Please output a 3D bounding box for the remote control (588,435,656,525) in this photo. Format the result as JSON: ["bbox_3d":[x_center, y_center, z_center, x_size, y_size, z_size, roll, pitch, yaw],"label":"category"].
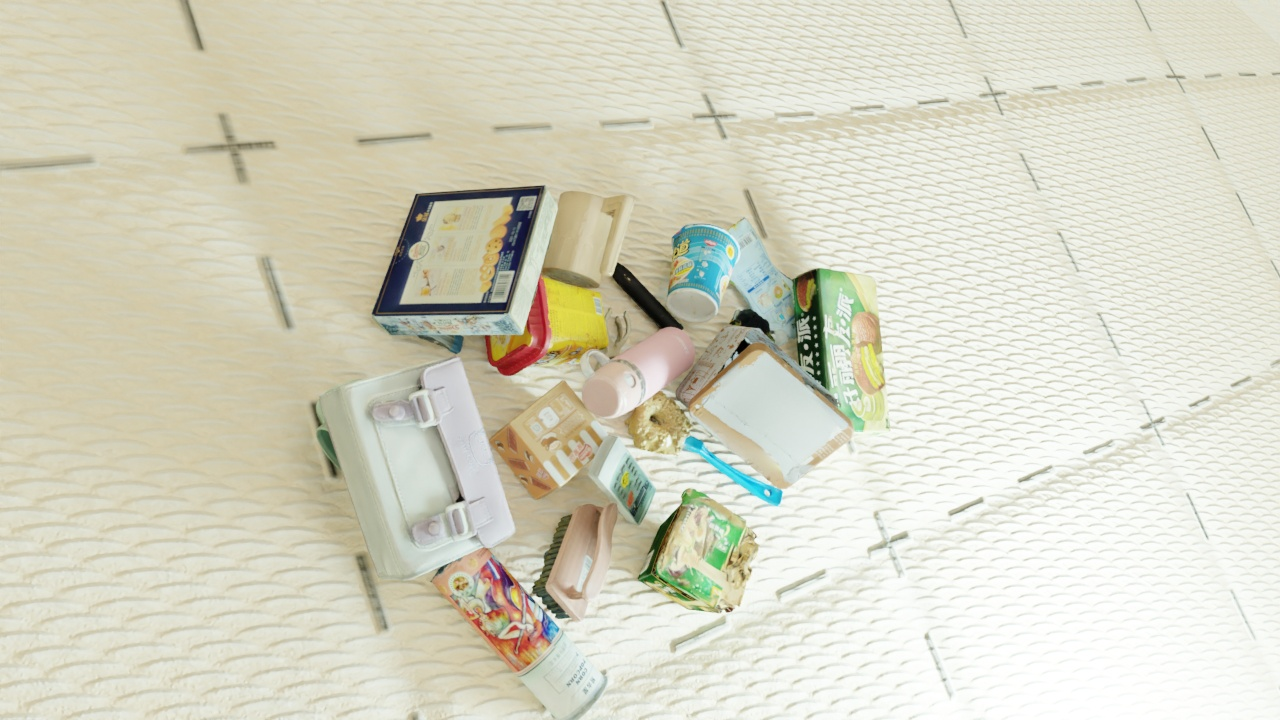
[{"bbox_3d":[-0.020,0.144,1.093,0.056,0.019,0.135,-62,145,-25],"label":"remote control"}]

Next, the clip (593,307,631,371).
[{"bbox_3d":[-0.047,-0.019,1.189,0.076,0.035,0.103,22,70,-22],"label":"clip"}]

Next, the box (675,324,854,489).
[{"bbox_3d":[0.160,0.060,1.162,0.181,0.158,0.148,39,79,-19],"label":"box"}]

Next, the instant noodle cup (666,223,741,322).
[{"bbox_3d":[0.079,-0.113,1.248,0.099,0.099,0.109,27,55,-17],"label":"instant noodle cup"}]

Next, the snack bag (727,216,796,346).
[{"bbox_3d":[0.181,-0.114,1.346,0.191,0.039,0.110,53,50,-4],"label":"snack bag"}]

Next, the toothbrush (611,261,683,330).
[{"bbox_3d":[-0.023,-0.112,1.242,0.212,0.027,0.026,46,71,-4],"label":"toothbrush"}]

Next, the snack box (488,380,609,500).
[{"bbox_3d":[-0.106,0.095,1.081,0.092,0.077,0.094,-40,92,-35],"label":"snack box"}]

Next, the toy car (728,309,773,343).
[{"bbox_3d":[0.145,0.004,1.276,0.071,0.041,0.155,17,68,-22],"label":"toy car"}]

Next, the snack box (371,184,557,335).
[{"bbox_3d":[-0.202,-0.117,1.066,0.046,0.183,0.177,57,39,-55],"label":"snack box"}]

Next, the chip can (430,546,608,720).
[{"bbox_3d":[-0.132,0.292,0.994,0.214,0.071,0.071,48,56,-3],"label":"chip can"}]

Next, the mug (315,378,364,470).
[{"bbox_3d":[-0.292,0.064,0.995,0.112,0.082,0.106,37,57,10],"label":"mug"}]

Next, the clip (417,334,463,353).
[{"bbox_3d":[-0.239,-0.027,1.097,0.056,0.028,0.024,23,63,-30],"label":"clip"}]

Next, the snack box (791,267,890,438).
[{"bbox_3d":[0.289,-0.009,1.327,0.114,0.063,0.240,5,77,-31],"label":"snack box"}]

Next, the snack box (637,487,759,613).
[{"bbox_3d":[0.059,0.239,1.098,0.117,0.106,0.118,33,57,-11],"label":"snack box"}]

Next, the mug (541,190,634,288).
[{"bbox_3d":[-0.063,-0.153,1.167,0.084,0.125,0.103,22,78,-40],"label":"mug"}]

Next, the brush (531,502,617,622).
[{"bbox_3d":[-0.066,0.220,1.039,0.063,0.073,0.145,54,32,-25],"label":"brush"}]

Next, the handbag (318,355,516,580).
[{"bbox_3d":[-0.217,0.105,0.923,0.144,0.099,0.197,-20,93,-42],"label":"handbag"}]

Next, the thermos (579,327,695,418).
[{"bbox_3d":[-0.007,0.007,1.136,0.087,0.067,0.198,57,34,2],"label":"thermos"}]

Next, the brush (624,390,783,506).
[{"bbox_3d":[0.086,0.123,1.203,0.254,0.046,0.083,33,54,-18],"label":"brush"}]

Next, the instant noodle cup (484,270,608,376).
[{"bbox_3d":[-0.113,-0.044,1.120,0.123,0.116,0.116,4,68,-40],"label":"instant noodle cup"}]
